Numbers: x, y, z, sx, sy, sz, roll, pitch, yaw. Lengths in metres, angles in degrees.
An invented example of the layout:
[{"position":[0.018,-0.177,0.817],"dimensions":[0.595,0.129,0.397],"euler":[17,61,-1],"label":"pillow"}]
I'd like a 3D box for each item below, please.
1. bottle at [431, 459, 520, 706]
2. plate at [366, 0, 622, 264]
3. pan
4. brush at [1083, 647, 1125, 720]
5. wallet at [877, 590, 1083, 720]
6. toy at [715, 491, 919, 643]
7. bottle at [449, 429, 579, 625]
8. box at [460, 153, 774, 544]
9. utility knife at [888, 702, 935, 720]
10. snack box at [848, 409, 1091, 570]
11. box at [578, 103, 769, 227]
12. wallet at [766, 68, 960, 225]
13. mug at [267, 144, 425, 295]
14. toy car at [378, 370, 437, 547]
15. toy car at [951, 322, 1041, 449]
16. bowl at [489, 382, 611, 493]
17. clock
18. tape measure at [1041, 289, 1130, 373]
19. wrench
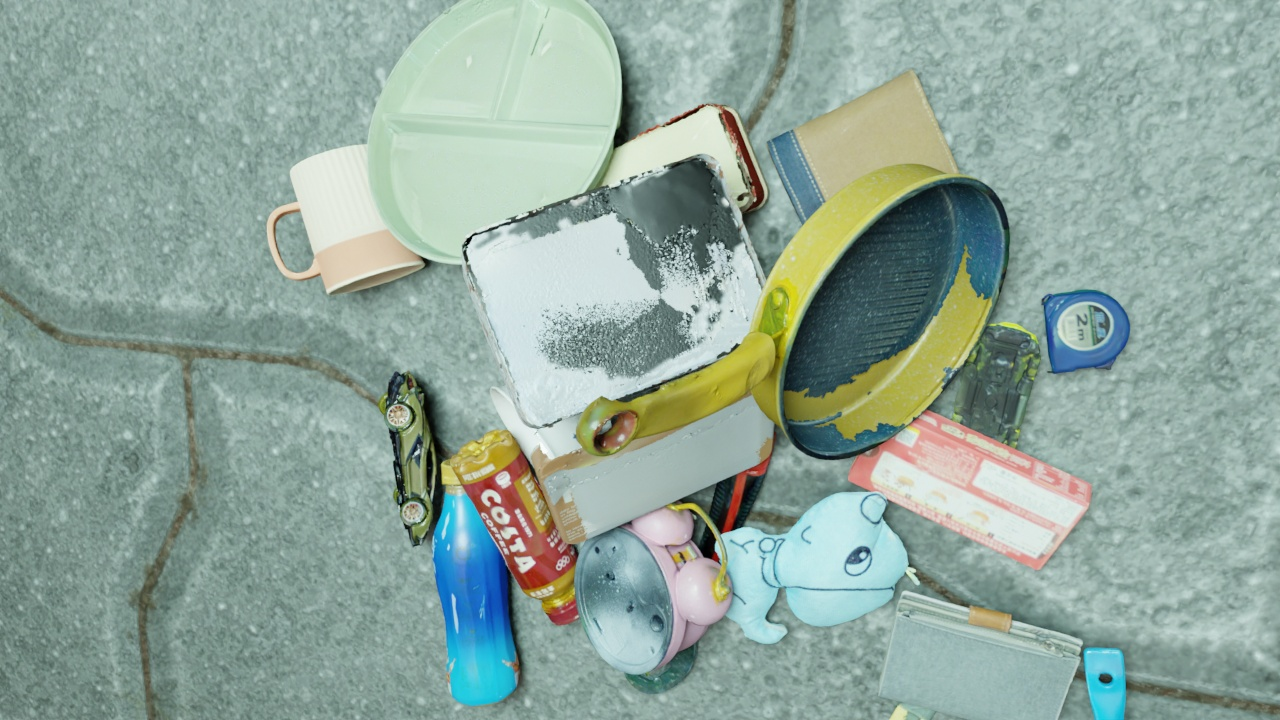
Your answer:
[{"position":[-0.149,0.194,0.815],"dimensions":[0.065,0.065,0.219],"euler":[-1,101,19],"label":"bottle"},{"position":[-0.113,-0.180,0.704],"dimensions":[0.231,0.027,0.230],"euler":[-7,75,26],"label":"plate"},{"position":[0.098,-0.009,0.524],"dimensions":[0.078,0.356,0.198],"euler":[41,129,42],"label":"pan"},{"position":[0.353,0.327,0.679],"dimensions":[0.083,0.045,0.255],"euler":[-6,105,23],"label":"brush"},{"position":[0.255,0.229,0.697],"dimensions":[0.130,0.036,0.107],"euler":[11,120,15],"label":"wallet"},{"position":[0.134,0.164,0.719],"dimensions":[0.156,0.049,0.162],"euler":[14,113,6],"label":"toy"},{"position":[-0.097,0.145,0.783],"dimensions":[0.058,0.057,0.175],"euler":[-20,106,21],"label":"bottle"},{"position":[-0.001,0.008,0.621],"dimensions":[0.179,0.134,0.271],"euler":[-21,118,-10],"label":"box"},{"position":[0.184,0.363,0.751],"dimensions":[0.031,0.021,0.205],"euler":[28,103,18],"label":"utility knife"},{"position":[0.237,0.089,0.671],"dimensions":[0.153,0.025,0.075],"euler":[25,130,13],"label":"snack box"},{"position":[0.002,-0.125,0.692],"dimensions":[0.169,0.076,0.091],"euler":[-21,94,21],"label":"box"},{"position":[0.159,-0.142,0.659],"dimensions":[0.115,0.033,0.090],"euler":[-25,95,21],"label":"wallet"},{"position":[-0.253,-0.113,0.768],"dimensions":[0.114,0.082,0.106],"euler":[-19,93,-13],"label":"mug"},{"position":[-0.204,0.088,0.813],"dimensions":[0.042,0.070,0.158],"euler":[-7,102,-19],"label":"toy car"},{"position":[0.254,0.023,0.661],"dimensions":[0.048,0.032,0.105],"euler":[14,116,21],"label":"toy car"},{"position":[-0.063,0.054,0.749],"dimensions":[0.064,0.118,0.118],"euler":[-34,89,-16],"label":"bowl"},{"position":[0.014,0.176,0.734],"dimensions":[0.117,0.059,0.159],"euler":[58,131,28],"label":"clock"},{"position":[0.308,-0.022,0.637],"dimensions":[0.055,0.025,0.058],"euler":[-8,103,18],"label":"tape measure"},{"position":[0.052,0.172,0.769],"dimensions":[0.056,0.016,0.274],"euler":[26,109,12],"label":"wrench"}]
